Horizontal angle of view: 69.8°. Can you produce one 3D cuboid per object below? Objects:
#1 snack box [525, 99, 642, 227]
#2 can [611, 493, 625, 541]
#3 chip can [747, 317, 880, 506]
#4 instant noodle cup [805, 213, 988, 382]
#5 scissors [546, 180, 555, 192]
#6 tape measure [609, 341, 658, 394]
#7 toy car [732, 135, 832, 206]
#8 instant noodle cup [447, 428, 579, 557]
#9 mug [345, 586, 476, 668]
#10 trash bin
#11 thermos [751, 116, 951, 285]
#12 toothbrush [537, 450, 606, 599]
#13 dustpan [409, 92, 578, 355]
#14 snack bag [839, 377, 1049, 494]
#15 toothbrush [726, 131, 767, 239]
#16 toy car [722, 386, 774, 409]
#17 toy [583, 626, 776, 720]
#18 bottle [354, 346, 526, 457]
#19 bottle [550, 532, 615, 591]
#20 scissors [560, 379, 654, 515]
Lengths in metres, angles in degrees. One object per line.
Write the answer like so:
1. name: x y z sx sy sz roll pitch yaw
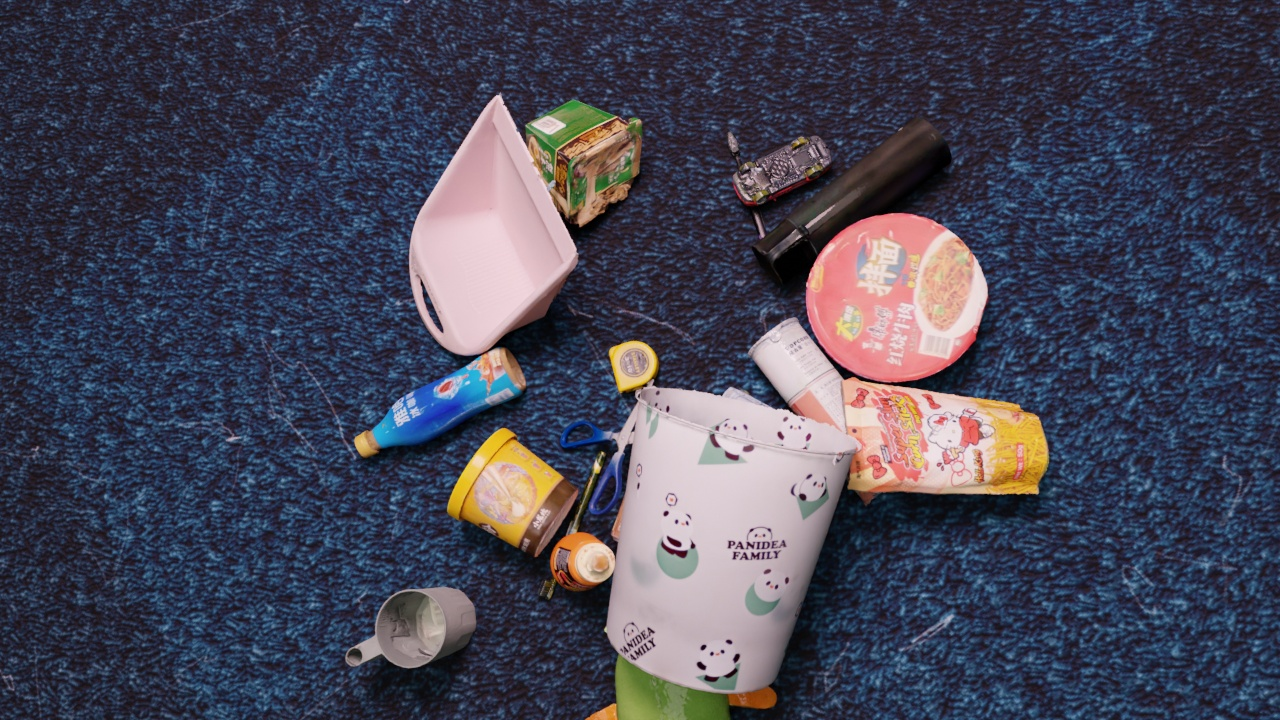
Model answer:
1. snack box: -0.078 -0.248 1.112 0.105 0.118 0.118 40 59 23
2. can: 0.011 0.159 1.056 0.058 0.058 0.116 18 84 13
3. chip can: 0.213 0.055 1.031 0.071 0.071 0.214 -37 75 2
4. instant noodle cup: 0.287 -0.065 1.043 0.194 0.066 0.193 -2 78 11
5. scissors: -0.133 -0.184 1.127 0.133 0.017 0.134 54 137 35
6. tape measure: -0.007 0.006 1.103 0.057 0.029 0.060 -18 77 8
7. toy car: 0.171 -0.225 1.104 0.120 0.045 0.053 -23 75 0
8. instant noodle cup: -0.143 0.157 1.061 0.114 0.118 0.118 32 86 6
9. mug: -0.261 0.312 1.055 0.124 0.103 0.083 -27 76 6
10. trash bin: 0.081 0.176 0.929 0.230 0.229 0.252 14 97 13
11. thermos: 0.244 -0.182 1.059 0.242 0.090 0.068 -38 87 1
12. toothbrush: -0.081 0.194 1.088 0.017 0.012 0.185 25 83 -29
13. dustpan: -0.193 -0.129 1.075 0.138 0.274 0.222 -21 70 -20
14. snack bag: 0.316 0.085 0.975 0.208 0.073 0.128 6 61 -6
15. toothbrush: 0.136 -0.197 1.122 0.014 0.017 0.189 -17 78 5
16. toy car: 0.133 0.064 1.064 0.090 0.034 0.043 30 83 13
17. toy: 0.038 0.392 0.992 0.227 0.090 0.246 -15 74 7
18. bottle: -0.247 0.058 1.121 0.219 0.065 0.065 -27 76 6
19. bottle: -0.058 0.222 1.007 0.066 0.150 0.066 3 78 -13
20. scissors: -0.029 0.099 1.062 0.176 0.012 0.162 -1 73 37
